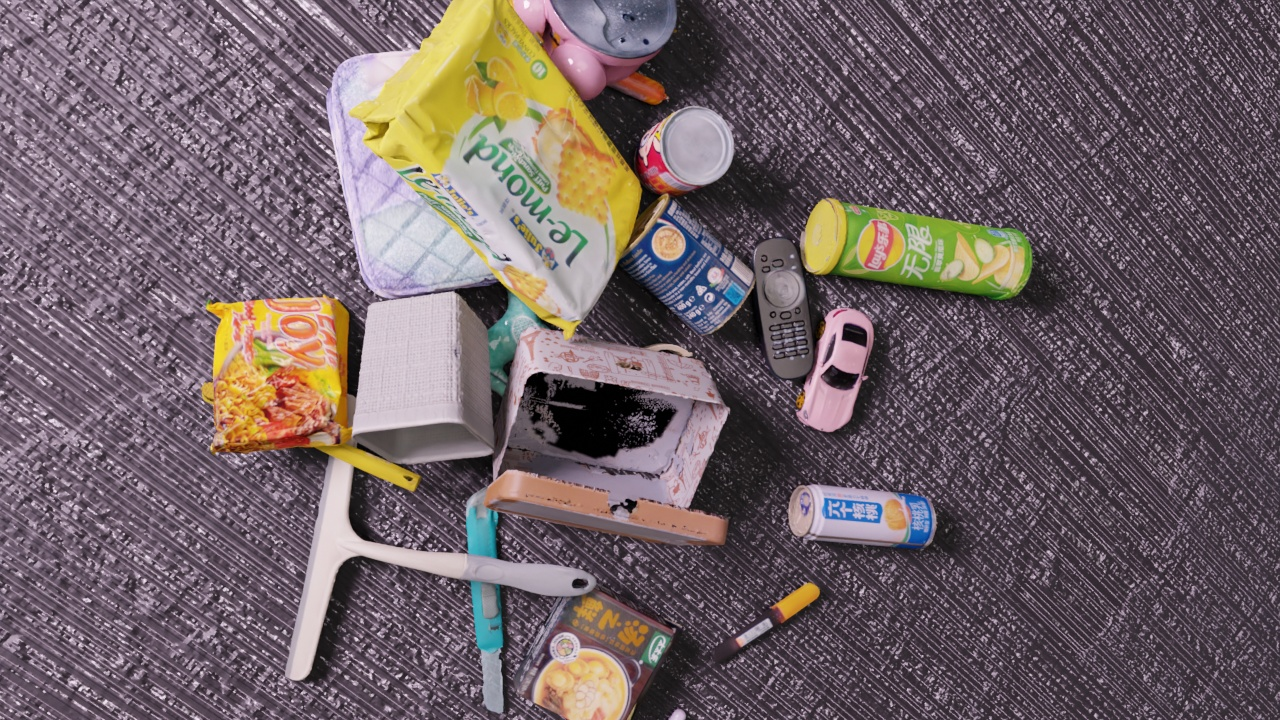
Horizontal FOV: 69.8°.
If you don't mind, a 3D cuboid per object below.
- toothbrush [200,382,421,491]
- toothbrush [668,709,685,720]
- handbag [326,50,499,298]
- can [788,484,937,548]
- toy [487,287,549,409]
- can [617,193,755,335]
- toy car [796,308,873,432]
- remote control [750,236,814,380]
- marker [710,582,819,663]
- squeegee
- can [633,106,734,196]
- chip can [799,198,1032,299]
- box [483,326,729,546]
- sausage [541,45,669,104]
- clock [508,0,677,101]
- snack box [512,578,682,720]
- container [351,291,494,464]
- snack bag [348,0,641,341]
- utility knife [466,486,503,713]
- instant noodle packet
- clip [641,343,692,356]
[{"bbox_3d":[-0.269,0.062,0.749,0.190,0.017,0.015,25,64,-3],"label":"toothbrush"},{"bbox_3d":[-0.010,0.412,0.862,0.021,0.029,0.189,30,83,22],"label":"toothbrush"},{"bbox_3d":[-0.176,-0.152,0.755,0.134,0.076,0.194,-11,97,-21],"label":"handbag"},{"bbox_3d":[0.215,0.152,0.892,0.134,0.053,0.053,8,91,-16],"label":"can"},{"bbox_3d":[-0.119,-0.007,0.804,0.092,0.030,0.096,-35,109,-6],"label":"toy"},{"bbox_3d":[0.040,-0.083,0.818,0.111,0.075,0.075,40,82,-14],"label":"can"},{"bbox_3d":[0.191,0.010,0.887,0.056,0.037,0.122,16,90,-14],"label":"toy car"},{"bbox_3d":[0.134,-0.049,0.872,0.053,0.024,0.136,-9,93,-6],"label":"remote control"},{"bbox_3d":[0.121,0.255,0.893,0.123,0.015,0.018,-32,99,-9],"label":"marker"},{"bbox_3d":[-0.157,0.172,0.774,0.246,0.039,0.246,12,90,-6],"label":"squeegee"},{"bbox_3d":[0.035,-0.179,0.801,0.066,0.094,0.066,-1,93,-16],"label":"can"},{"bbox_3d":[0.269,-0.105,0.883,0.221,0.073,0.072,6,91,-16],"label":"chip can"},{"bbox_3d":[-0.029,0.089,0.743,0.182,0.178,0.153,11,115,-16],"label":"box"},{"bbox_3d":[-0.049,-0.263,0.811,0.165,0.021,0.021,20,88,-16],"label":"sausage"},{"bbox_3d":[-0.046,-0.284,0.772,0.158,0.060,0.117,-38,92,-28],"label":"clock"},{"bbox_3d":[-0.034,0.271,0.835,0.125,0.053,0.113,30,85,-10],"label":"snack box"},{"bbox_3d":[-0.170,0.014,0.735,0.090,0.090,0.114,-7,67,9],"label":"container"},{"bbox_3d":[-0.098,-0.149,0.717,0.246,0.068,0.157,48,52,-35],"label":"snack bag"},{"bbox_3d":[-0.135,0.215,0.818,0.029,0.013,0.207,-5,95,-15],"label":"utility knife"},{"bbox_3d":[-0.287,0.007,0.733,0.110,0.044,0.128,-3,70,-19],"label":"instant noodle packet"},{"bbox_3d":[-0.004,0.016,0.834,0.104,0.035,0.083,-8,95,-11],"label":"clip"}]
